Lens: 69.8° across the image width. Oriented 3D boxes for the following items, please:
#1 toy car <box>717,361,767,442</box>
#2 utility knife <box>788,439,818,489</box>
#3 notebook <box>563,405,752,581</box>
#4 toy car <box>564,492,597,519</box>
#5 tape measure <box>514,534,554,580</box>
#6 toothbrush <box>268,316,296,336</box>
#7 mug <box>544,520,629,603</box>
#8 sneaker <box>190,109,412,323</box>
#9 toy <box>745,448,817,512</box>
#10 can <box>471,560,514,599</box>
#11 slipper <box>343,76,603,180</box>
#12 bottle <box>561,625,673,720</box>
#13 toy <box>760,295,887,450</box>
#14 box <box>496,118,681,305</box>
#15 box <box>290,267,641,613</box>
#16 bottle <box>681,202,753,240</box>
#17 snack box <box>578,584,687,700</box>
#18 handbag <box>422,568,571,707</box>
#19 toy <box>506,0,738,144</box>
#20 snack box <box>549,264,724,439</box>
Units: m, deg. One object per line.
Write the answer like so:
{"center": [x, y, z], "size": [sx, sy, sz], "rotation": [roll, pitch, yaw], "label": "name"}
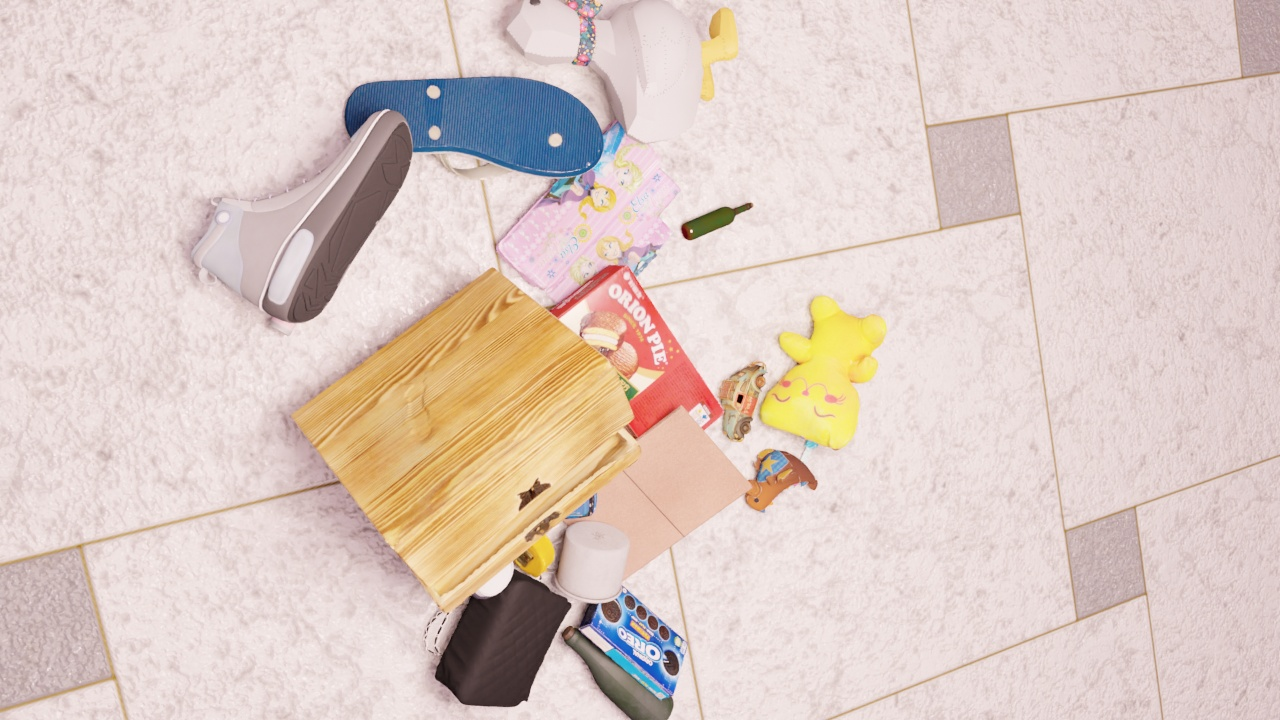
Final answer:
{"center": [0.127, 0.049, 1.203], "size": [0.047, 0.047, 0.112], "rotation": [20, 84, -20], "label": "toy car"}
{"center": [0.240, 0.102, 1.264], "size": [0.022, 0.015, 0.168], "rotation": [30, 82, -9], "label": "utility knife"}
{"center": [0.013, 0.169, 1.138], "size": [0.209, 0.008, 0.141], "rotation": [-38, 106, 12], "label": "notebook"}
{"center": [-0.113, 0.167, 1.108], "size": [0.120, 0.043, 0.056], "rotation": [-1, 96, 3], "label": "toy car"}
{"center": [-0.132, 0.227, 1.097], "size": [0.068, 0.059, 0.030], "rotation": [44, 46, 7], "label": "tape measure"}
{"center": [-0.349, -0.129, 1.029], "size": [0.027, 0.027, 0.222], "rotation": [34, 80, -40], "label": "toothbrush"}
{"center": [-0.072, 0.240, 1.118], "size": [0.113, 0.084, 0.070], "rotation": [16, 107, 13], "label": "mug"}
{"center": [-0.365, -0.177, 0.984], "size": [0.160, 0.093, 0.256], "rotation": [25, 81, 9], "label": "sneaker"}
{"center": [0.189, 0.170, 1.234], "size": [0.103, 0.070, 0.090], "rotation": [34, 98, -31], "label": "toy"}
{"center": [-0.205, 0.219, 1.050], "size": [0.064, 0.127, 0.064], "rotation": [-22, 122, -41], "label": "can"}
{"center": [-0.190, -0.271, 1.069], "size": [0.295, 0.060, 0.118], "rotation": [3, 86, -7], "label": "slipper"}
{"center": [-0.034, 0.394, 1.155], "size": [0.174, 0.055, 0.055], "rotation": [46, 77, -15], "label": "bottle"}
{"center": [0.245, 0.017, 1.226], "size": [0.134, 0.087, 0.193], "rotation": [19, 79, 22], "label": "toy"}
{"center": [-0.048, -0.166, 1.138], "size": [0.159, 0.035, 0.230], "rotation": [44, 79, -17], "label": "box"}
{"center": [-0.186, 0.076, 0.994], "size": [0.278, 0.247, 0.176], "rotation": [-40, 143, -15], "label": "box"}
{"center": [0.102, -0.185, 1.196], "size": [0.106, 0.025, 0.025], "rotation": [-25, 100, -18], "label": "bottle"}
{"center": [-0.006, 0.348, 1.153], "size": [0.150, 0.027, 0.082], "rotation": [44, 36, -16], "label": "snack box"}
{"center": [-0.169, 0.326, 1.099], "size": [0.125, 0.115, 0.153], "rotation": [33, 77, -42], "label": "handbag"}
{"center": [-0.019, -0.356, 1.080], "size": [0.267, 0.141, 0.246], "rotation": [-6, 66, -24], "label": "toy"}
{"center": [-0.007, 0.007, 1.134], "size": [0.113, 0.060, 0.236], "rotation": [-40, 111, -13], "label": "snack box"}
